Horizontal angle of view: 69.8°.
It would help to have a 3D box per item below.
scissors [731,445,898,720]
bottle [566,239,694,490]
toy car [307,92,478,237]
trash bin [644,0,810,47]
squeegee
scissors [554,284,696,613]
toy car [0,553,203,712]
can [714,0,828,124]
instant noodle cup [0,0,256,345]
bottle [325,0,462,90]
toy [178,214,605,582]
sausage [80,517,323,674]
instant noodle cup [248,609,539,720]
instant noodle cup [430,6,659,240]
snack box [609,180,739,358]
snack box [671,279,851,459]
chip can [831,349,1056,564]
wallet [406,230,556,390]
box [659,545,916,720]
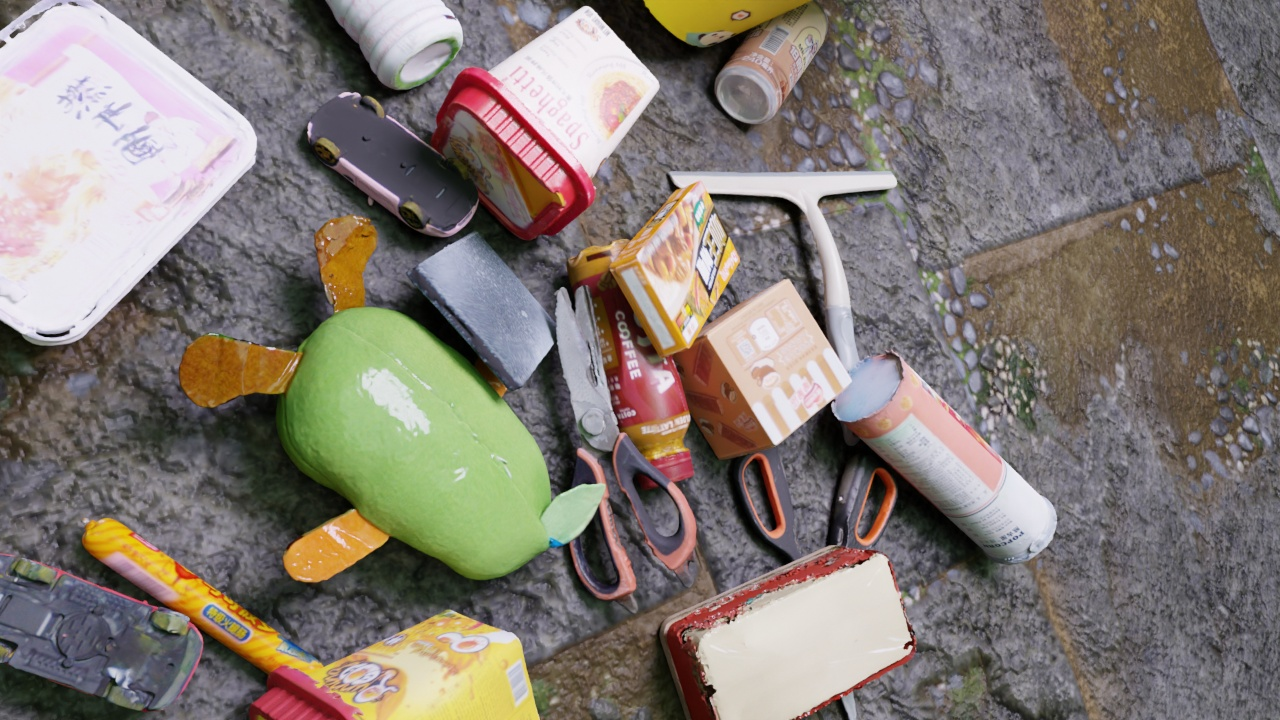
[{"bbox_3d":[0.132,0.160,0.717,0.224,0.022,0.220,47,66,-8],"label":"scissors"},{"bbox_3d":[-0.004,0.004,0.659,0.057,0.058,0.175,-13,83,-30],"label":"bottle"},{"bbox_3d":[-0.166,-0.130,0.620,0.122,0.037,0.056,37,62,-1],"label":"toy car"},{"bbox_3d":[0.116,-0.374,0.676,0.229,0.256,0.229,27,54,-45],"label":"trash bin"},{"bbox_3d":[0.159,-0.051,0.772,0.246,0.039,0.246,-6,81,-29],"label":"squeegee"},{"bbox_3d":[-0.014,0.055,0.623,0.195,0.015,0.206,27,97,14],"label":"scissors"},{"bbox_3d":[-0.291,0.141,0.477,0.120,0.045,0.052,29,67,-13],"label":"toy car"},{"bbox_3d":[0.113,-0.260,0.789,0.058,0.059,0.116,40,62,-14],"label":"can"},{"bbox_3d":[-0.322,-0.102,0.514,0.138,0.060,0.173,39,61,-14],"label":"instant noodle cup"},{"bbox_3d":[-0.202,-0.282,0.623,0.068,0.068,0.197,-37,92,-30],"label":"bottle"},{"bbox_3d":[-0.141,0.042,0.558,0.247,0.090,0.226,48,47,-13],"label":"toy"},{"bbox_3d":[-0.243,0.140,0.516,0.165,0.022,0.021,41,62,-14],"label":"sausage"},{"bbox_3d":[-0.128,0.206,0.507,0.123,0.116,0.116,-25,110,-43],"label":"instant noodle cup"},{"bbox_3d":[-0.062,-0.166,0.631,0.116,0.117,0.124,44,68,-12],"label":"instant noodle cup"},{"bbox_3d":[0.030,-0.070,0.670,0.075,0.026,0.153,60,31,-18],"label":"snack box"},{"bbox_3d":[0.085,0.008,0.694,0.092,0.077,0.094,-34,94,-31],"label":"snack box"},{"bbox_3d":[0.250,0.083,0.751,0.214,0.071,0.071,39,62,-23],"label":"chip can"},{"bbox_3d":[-0.097,-0.035,0.601,0.097,0.019,0.120,49,18,-9],"label":"wallet"},{"bbox_3d":[0.108,0.195,0.645,0.168,0.079,0.091,-18,89,-24],"label":"box"}]
